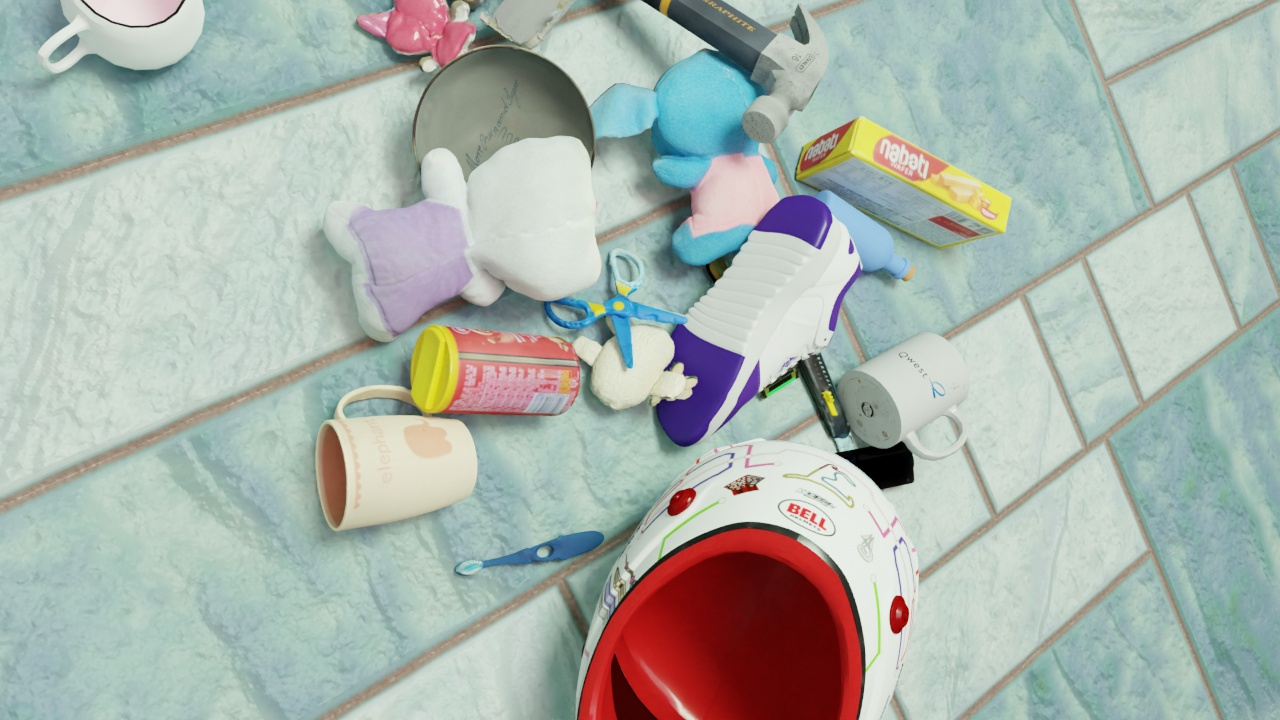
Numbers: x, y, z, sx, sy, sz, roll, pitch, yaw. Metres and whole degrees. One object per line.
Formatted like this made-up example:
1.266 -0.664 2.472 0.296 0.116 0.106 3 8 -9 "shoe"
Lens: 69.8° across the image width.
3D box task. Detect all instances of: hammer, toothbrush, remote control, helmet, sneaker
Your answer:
0.021 -0.316 0.794 0.312 0.035 0.139 35 62 7 "hammer"
-0.089 0.161 0.765 0.132 0.016 0.021 -8 90 -25 "toothbrush"
0.209 0.110 0.899 0.140 0.021 0.045 -8 98 -20 "remote control"
0.084 0.214 0.723 0.231 0.236 0.314 26 93 12 "helmet"
0.112 -0.024 0.826 0.111 0.092 0.244 23 106 -44 "sneaker"

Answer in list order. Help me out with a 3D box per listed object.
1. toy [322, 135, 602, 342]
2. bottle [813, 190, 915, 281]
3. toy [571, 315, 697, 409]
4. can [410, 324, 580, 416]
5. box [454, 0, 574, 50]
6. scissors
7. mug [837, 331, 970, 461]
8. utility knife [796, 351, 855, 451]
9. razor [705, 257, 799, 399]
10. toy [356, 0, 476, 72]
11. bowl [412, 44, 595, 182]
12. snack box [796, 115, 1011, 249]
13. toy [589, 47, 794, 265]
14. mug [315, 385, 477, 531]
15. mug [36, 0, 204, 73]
-0.128 -0.096 0.707 0.209 0.085 0.138 -19 111 -11 "toy"
0.223 -0.118 0.922 0.131 0.048 0.048 29 73 -20 "bottle"
-0.005 0.005 0.799 0.112 0.050 0.087 36 68 8 "toy"
-0.114 0.010 0.726 0.124 0.067 0.066 5 82 -39 "can"
-0.074 -0.374 0.756 0.157 0.071 0.216 41 92 19 "box"
-0.019 -0.049 0.800 0.125 0.014 0.130 12 63 3 "scissors"
0.269 0.042 0.898 0.096 0.083 0.119 -26 68 -25 "mug"
0.184 0.036 0.906 0.028 0.020 0.234 -29 100 -22 "utility knife"
0.101 -0.035 0.872 0.044 0.021 0.144 -31 99 -13 "razor"
-0.174 -0.270 0.754 0.102 0.050 0.065 33 83 17 "toy"
-0.115 -0.183 0.754 0.150 0.056 0.151 -8 116 -18 "bowl"
0.264 -0.173 0.923 0.200 0.092 0.042 20 77 -22 "snack box"
0.060 -0.180 0.825 0.223 0.099 0.191 -14 95 -35 "toy"
-0.188 0.068 0.701 0.104 0.085 0.111 -3 57 -33 "mug"
-0.369 -0.241 0.643 0.090 0.076 0.123 45 68 -14 "mug"
